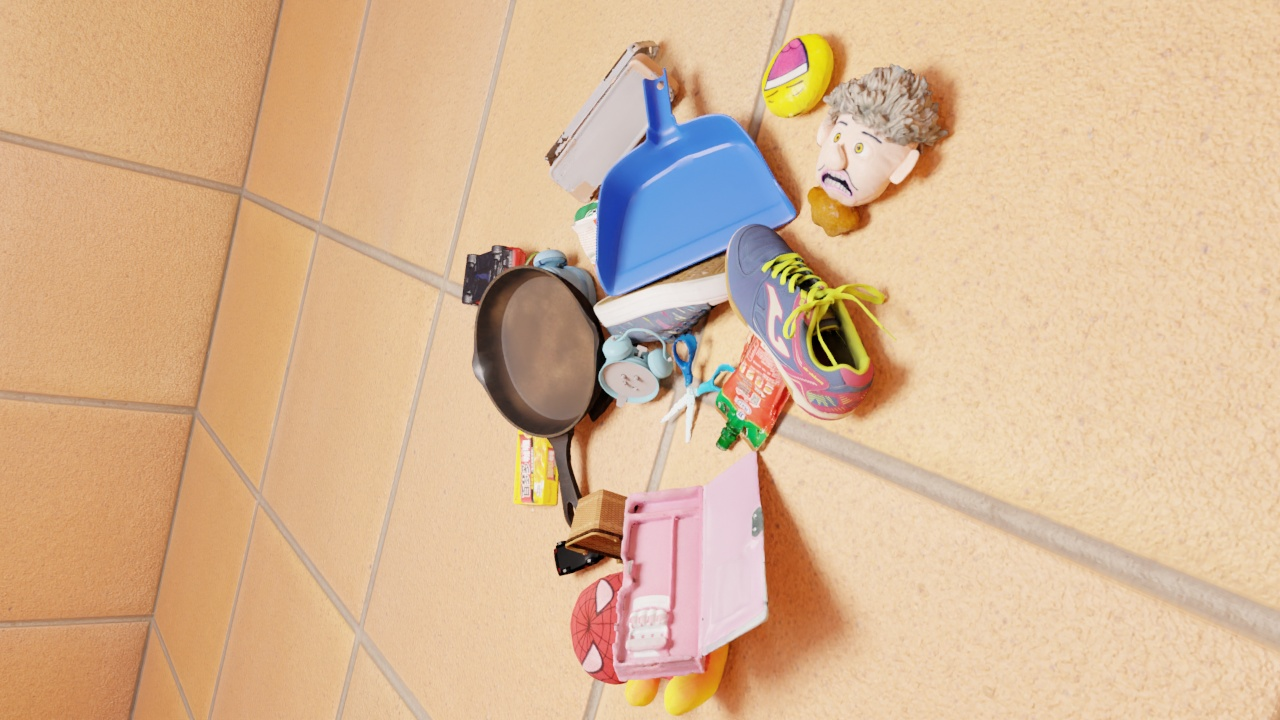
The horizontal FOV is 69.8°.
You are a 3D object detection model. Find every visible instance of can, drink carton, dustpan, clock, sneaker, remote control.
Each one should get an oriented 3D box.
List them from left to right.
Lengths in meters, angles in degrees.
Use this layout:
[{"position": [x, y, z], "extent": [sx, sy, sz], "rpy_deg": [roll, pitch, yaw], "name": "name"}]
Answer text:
[{"position": [-0.123, -0.087, 1.285], "extent": [0.118, 0.060, 0.162], "rpy_deg": [-58, 47, 25], "name": "clock"}, {"position": [-0.044, -0.126, 1.187], "extent": [0.069, 0.038, 0.122], "rpy_deg": [1, 119, 55], "name": "drink carton"}, {"position": [-0.043, -0.189, 1.214], "extent": [0.101, 0.053, 0.053], "rpy_deg": [-9, 75, 50], "name": "can"}, {"position": [-0.037, 0.027, 1.197], "extent": [0.125, 0.010, 0.039], "rpy_deg": [-53, 47, 29], "name": "remote control"}, {"position": [-0.006, 0.006, 1.096], "extent": [0.123, 0.087, 0.041], "rpy_deg": [113, 176, -48], "name": "clock"}, {"position": [0.042, -0.236, 1.085], "extent": [0.246, 0.059, 0.257], "rpy_deg": [-21, 57, 26], "name": "dustpan"}, {"position": [0.046, -0.062, 1.080], "extent": [0.236, 0.087, 0.079], "rpy_deg": [-13, 107, 45], "name": "sneaker"}, {"position": [0.164, -0.060, 0.912], "extent": [0.091, 0.116, 0.241], "rpy_deg": [104, 147, -54], "name": "sneaker"}]

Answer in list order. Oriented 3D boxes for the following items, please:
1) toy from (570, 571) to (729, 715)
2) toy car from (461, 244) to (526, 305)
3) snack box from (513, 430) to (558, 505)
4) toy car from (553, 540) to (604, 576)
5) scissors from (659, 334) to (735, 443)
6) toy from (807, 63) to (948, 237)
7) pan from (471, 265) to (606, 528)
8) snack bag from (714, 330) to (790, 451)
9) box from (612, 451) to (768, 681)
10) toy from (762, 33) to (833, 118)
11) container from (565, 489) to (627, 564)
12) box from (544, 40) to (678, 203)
[{"position": [0.005, 0.305, 1.021], "extent": [0.217, 0.098, 0.147], "rpy_deg": [3, 71, 49], "name": "toy"}, {"position": [-0.231, -0.129, 1.429], "extent": [0.190, 0.056, 0.081], "rpy_deg": [-2, 80, 57], "name": "toy car"}, {"position": [-0.145, 0.128, 1.295], "extent": [0.075, 0.025, 0.152], "rpy_deg": [-8, 77, 50], "name": "snack box"}, {"position": [-0.074, 0.247, 1.179], "extent": [0.092, 0.036, 0.042], "rpy_deg": [-29, 62, 33], "name": "toy car"}, {"position": [0.054, 0.029, 1.068], "extent": [0.110, 0.015, 0.133], "rpy_deg": [53, 127, 17], "name": "scissors"}, {"position": [0.212, -0.204, 0.897], "extent": [0.132, 0.076, 0.176], "rpy_deg": [49, 127, 44], "name": "toy"}, {"position": [-0.113, 0.049, 1.213], "extent": [0.249, 0.043, 0.356], "rpy_deg": [-14, 90, 41], "name": "pan"}, {"position": [0.119, 0.035, 0.988], "extent": [0.087, 0.044, 0.155], "rpy_deg": [48, 123, 39], "name": "snack bag"}, {"position": [0.058, 0.209, 0.942], "extent": [0.180, 0.059, 0.232], "rpy_deg": [-23, 31, 21], "name": "box"}, {"position": [0.169, -0.308, 0.991], "extent": [0.096, 0.041, 0.094], "rpy_deg": [-6, 74, 53], "name": "toy"}, {"position": [-0.027, 0.197, 1.080], "extent": [0.063, 0.114, 0.061], "rpy_deg": [-32, 46, 42], "name": "container"}, {"position": [-0.036, -0.313, 1.228], "extent": [0.217, 0.094, 0.107], "rpy_deg": [-45, 75, 35], "name": "box"}]
